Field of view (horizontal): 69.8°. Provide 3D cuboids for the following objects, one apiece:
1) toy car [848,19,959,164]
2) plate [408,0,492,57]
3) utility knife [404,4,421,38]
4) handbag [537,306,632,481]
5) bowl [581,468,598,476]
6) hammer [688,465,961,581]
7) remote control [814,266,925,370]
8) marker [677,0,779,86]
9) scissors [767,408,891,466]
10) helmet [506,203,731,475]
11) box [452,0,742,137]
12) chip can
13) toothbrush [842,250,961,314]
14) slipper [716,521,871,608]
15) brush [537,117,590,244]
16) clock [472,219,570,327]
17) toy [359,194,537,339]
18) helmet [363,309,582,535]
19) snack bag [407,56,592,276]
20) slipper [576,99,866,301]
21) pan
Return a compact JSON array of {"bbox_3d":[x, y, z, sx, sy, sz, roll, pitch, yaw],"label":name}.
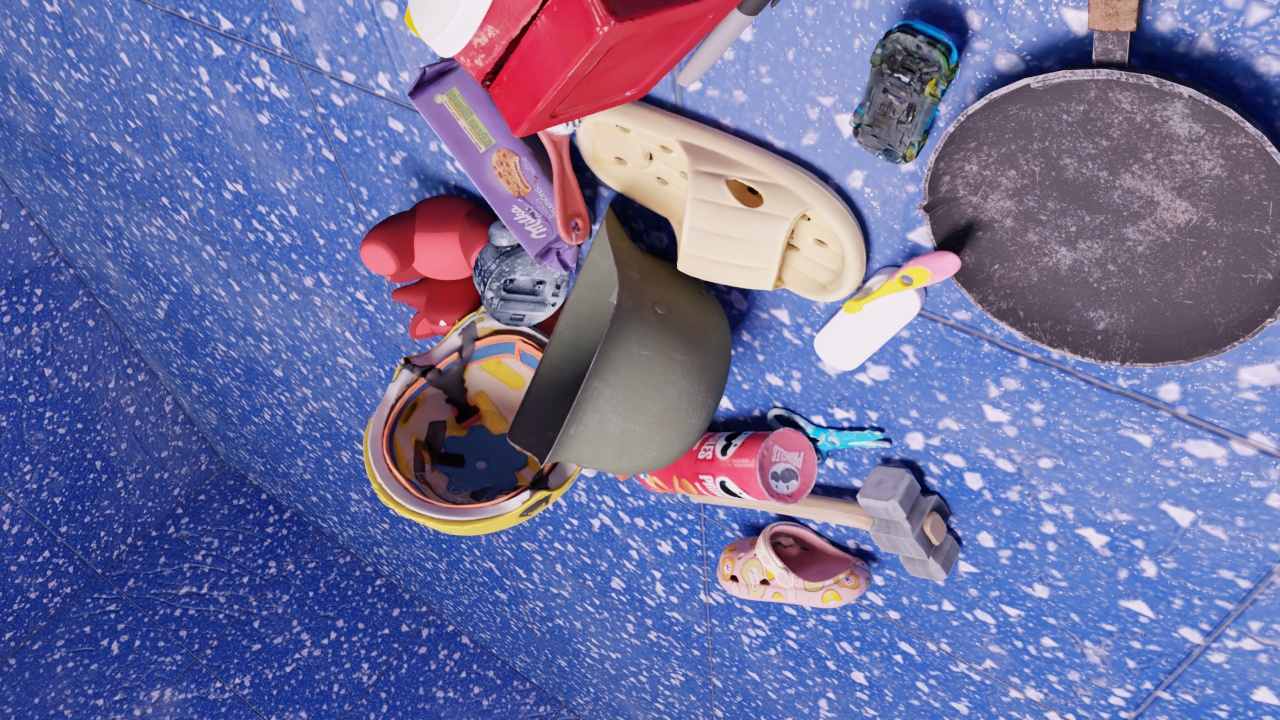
[{"bbox_3d":[0.158,-0.161,0.549,0.048,0.032,0.105,32,159,15],"label":"toy car"},{"bbox_3d":[-0.116,-0.285,0.571,0.034,0.182,0.183,9,166,-29],"label":"plate"},{"bbox_3d":[-0.175,-0.313,0.753,0.030,0.017,0.156,47,150,-2],"label":"utility knife"},{"bbox_3d":[-0.043,0.028,0.991,0.172,0.060,0.109,45,147,29],"label":"handbag"},{"bbox_3d":[-0.109,0.064,1.111,0.176,0.066,0.176,36,174,4],"label":"bowl"},{"bbox_3d":[0.164,0.149,0.946,0.324,0.051,0.117,1,137,51],"label":"hammer"},{"bbox_3d":[0.178,-0.030,0.723,0.043,0.013,0.137,39,151,4],"label":"remote control"},{"bbox_3d":[0.061,-0.217,0.606,0.022,0.016,0.139,23,156,-17],"label":"marker"},{"bbox_3d":[0.184,0.079,0.869,0.141,0.015,0.083,0,130,47],"label":"scissors"},{"bbox_3d":[-0.005,0.005,0.789,0.154,0.267,0.227,24,115,-5],"label":"helmet"},{"bbox_3d":[-0.030,-0.220,0.591,0.122,0.136,0.158,49,152,-13],"label":"box"},{"bbox_3d":[0.079,0.108,0.958,0.073,0.073,0.233,51,153,-17],"label":"chip can"},{"bbox_3d":[0.180,-0.054,0.635,0.021,0.016,0.136,51,159,-3],"label":"toothbrush"},{"bbox_3d":[0.163,0.216,1.017,0.198,0.093,0.081,-3,109,49],"label":"slipper"},{"bbox_3d":[-0.061,-0.177,0.718,0.030,0.040,0.172,1,107,51],"label":"brush"},{"bbox_3d":[-0.112,-0.092,0.887,0.052,0.090,0.130,55,130,42],"label":"clock"},{"bbox_3d":[-0.198,-0.082,0.988,0.158,0.120,0.197,-3,142,2],"label":"toy"},{"bbox_3d":[-0.158,0.085,0.937,0.209,0.239,0.140,39,156,18],"label":"helmet"},{"bbox_3d":[-0.109,-0.172,0.786,0.058,0.096,0.205,-33,110,15],"label":"snack bag"},{"bbox_3d":[0.045,-0.118,0.698,0.261,0.079,0.111,32,147,17],"label":"slipper"},{"bbox_3d":[0.245,-0.136,0.476,0.208,0.040,0.357,18,143,35],"label":"pan"}]
